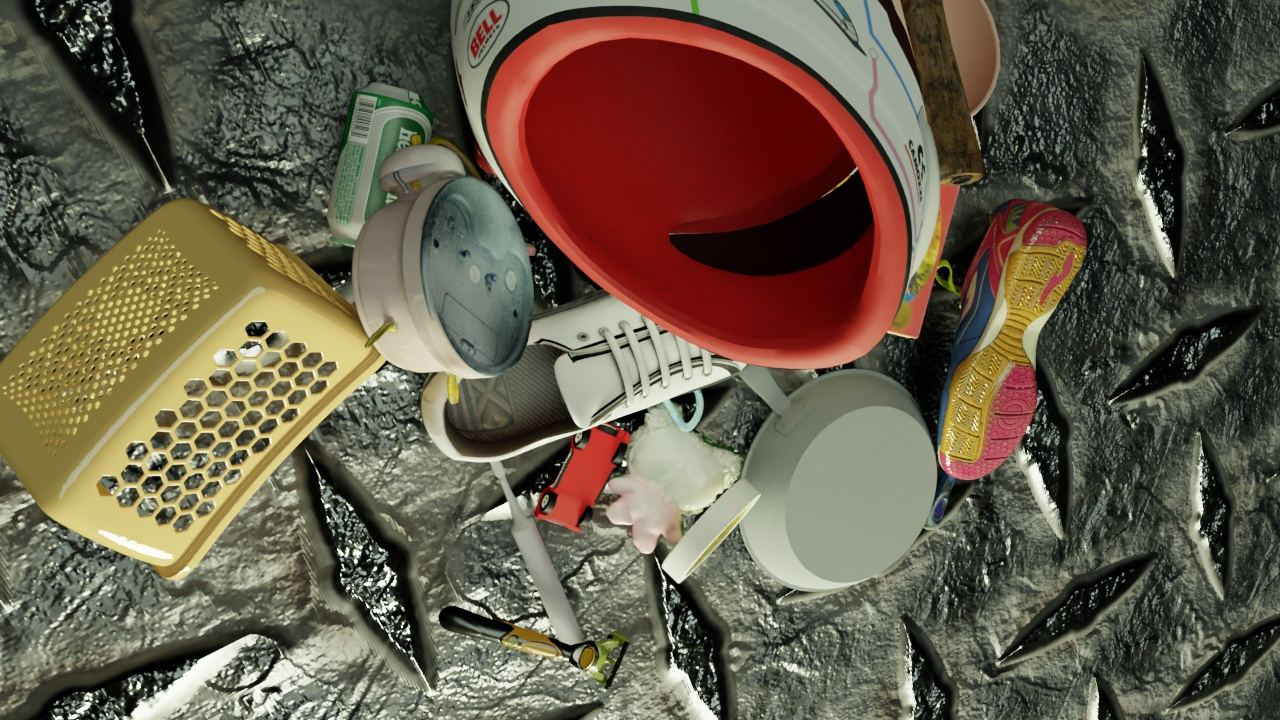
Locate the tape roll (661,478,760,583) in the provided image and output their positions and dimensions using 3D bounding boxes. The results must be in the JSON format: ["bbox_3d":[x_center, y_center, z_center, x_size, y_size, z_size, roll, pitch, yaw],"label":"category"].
[{"bbox_3d":[0.055,0.131,0.707,0.019,0.094,0.094,43,81,14],"label":"tape roll"}]

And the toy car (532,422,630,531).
[{"bbox_3d":[-0.044,0.086,0.684,0.038,0.025,0.089,25,96,-25],"label":"toy car"}]

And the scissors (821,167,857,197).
[{"bbox_3d":[0.111,-0.124,0.686,0.129,0.014,0.119,34,98,12],"label":"scissors"}]

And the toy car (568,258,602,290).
[{"bbox_3d":[-0.038,-0.090,0.649,0.042,0.036,0.092,-42,113,-10],"label":"toy car"}]

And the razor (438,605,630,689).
[{"bbox_3d":[-0.082,0.210,0.688,0.144,0.021,0.044,20,104,-11],"label":"razor"}]

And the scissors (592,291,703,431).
[{"bbox_3d":[-0.002,0.005,0.679,0.125,0.013,0.130,-43,96,1],"label":"scissors"}]

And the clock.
[{"bbox_3d":[-0.115,-0.063,0.550,0.117,0.059,0.157,44,44,-58],"label":"clock"}]

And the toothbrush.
[{"bbox_3d":[-0.077,0.151,0.691,0.018,0.019,0.188,-19,109,2],"label":"toothbrush"}]

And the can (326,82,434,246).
[{"bbox_3d":[-0.164,-0.121,0.580,0.053,0.053,0.101,11,96,-25],"label":"can"}]

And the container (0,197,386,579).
[{"bbox_3d":[-0.252,0.019,0.542,0.183,0.129,0.167,-49,156,-7],"label":"container"}]

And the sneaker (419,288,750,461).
[{"bbox_3d":[-0.031,0.006,0.613,0.245,0.097,0.091,-15,104,-6],"label":"sneaker"}]

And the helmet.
[{"bbox_3d":[0.039,-0.164,0.557,0.314,0.232,0.235,36,42,-15],"label":"helmet"}]

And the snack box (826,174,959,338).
[{"bbox_3d":[0.175,-0.101,0.734,0.142,0.040,0.145,11,96,-25],"label":"snack box"}]

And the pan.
[{"bbox_3d":[0.130,0.053,0.750,0.200,0.051,0.356,-44,116,-9],"label":"pan"}]

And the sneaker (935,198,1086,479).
[{"bbox_3d":[0.302,-0.017,0.787,0.116,0.091,0.242,8,108,-21],"label":"sneaker"}]

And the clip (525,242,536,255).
[{"bbox_3d":[-0.101,-0.071,0.636,0.059,0.023,0.045,-1,100,-28],"label":"clip"}]

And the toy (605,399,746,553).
[{"bbox_3d":[0.018,0.092,0.705,0.095,0.041,0.108,40,77,-9],"label":"toy"}]

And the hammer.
[{"bbox_3d":[0.196,-0.280,0.642,0.120,0.033,0.330,-6,79,-20],"label":"hammer"}]

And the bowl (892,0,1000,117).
[{"bbox_3d":[0.180,-0.225,0.681,0.153,0.076,0.153,4,76,-16],"label":"bowl"}]

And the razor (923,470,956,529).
[{"bbox_3d":[0.286,0.089,0.833,0.043,0.018,0.141,15,95,-25],"label":"razor"}]
